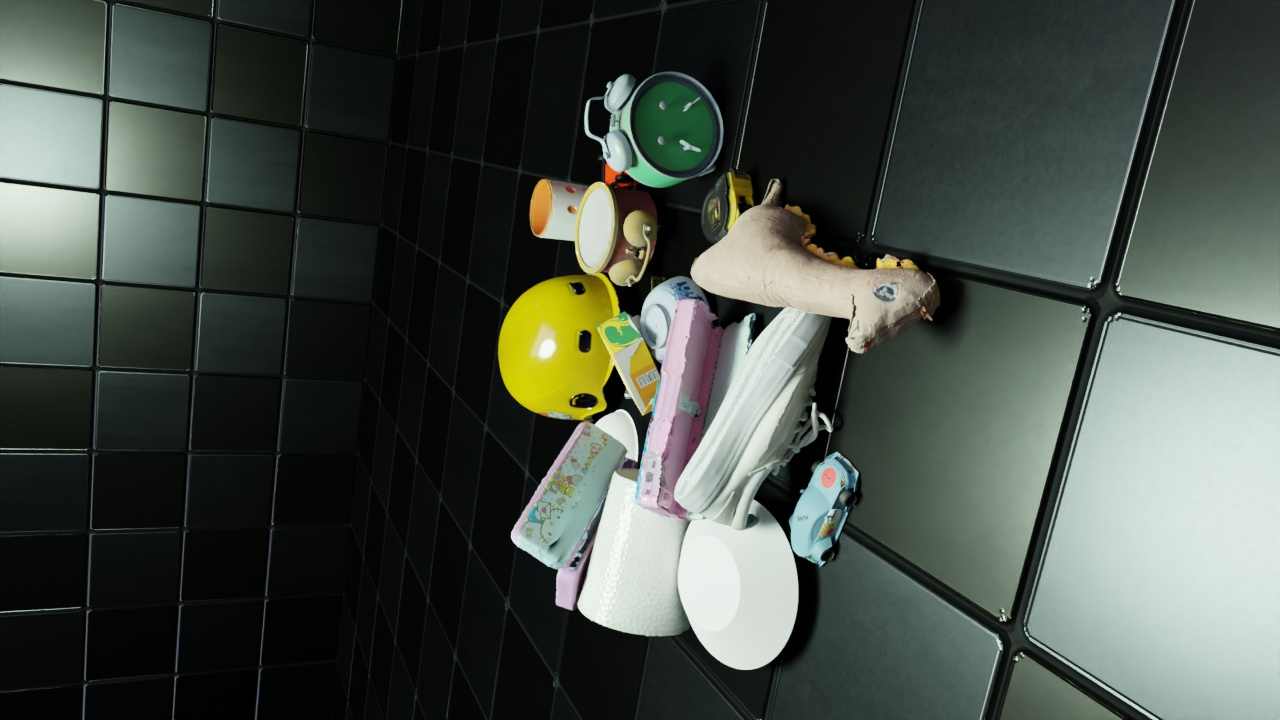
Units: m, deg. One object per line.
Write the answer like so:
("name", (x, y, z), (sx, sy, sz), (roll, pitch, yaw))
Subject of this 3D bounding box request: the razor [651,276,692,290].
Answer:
("razor", (0.048, -0.090, 1.119), (0.106, 0.026, 0.042), (-12, 74, 58))

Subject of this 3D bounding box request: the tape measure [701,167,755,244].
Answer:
("tape measure", (0.096, -0.163, 1.011), (0.072, 0.042, 0.072), (-39, 55, 51))

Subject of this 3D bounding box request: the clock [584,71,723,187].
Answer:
("clock", (0.014, -0.266, 1.050), (0.075, 0.161, 0.122), (-3, 84, 64))

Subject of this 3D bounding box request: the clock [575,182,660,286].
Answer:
("clock", (-0.018, -0.160, 1.190), (0.158, 0.081, 0.117), (55, 134, 49))

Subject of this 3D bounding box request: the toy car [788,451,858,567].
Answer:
("toy car", (0.165, 0.139, 0.855), (0.060, 0.027, 0.108), (51, 131, 53))

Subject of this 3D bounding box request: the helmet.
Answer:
("helmet", (-0.125, -0.022, 1.290), (0.241, 0.139, 0.209), (125, 141, -60))

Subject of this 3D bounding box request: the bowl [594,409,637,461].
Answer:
("bowl", (-0.046, 0.122, 1.256), (0.110, 0.040, 0.110), (-13, 76, 62))

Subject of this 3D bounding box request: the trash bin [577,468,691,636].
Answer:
("trash bin", (0.007, 0.215, 1.056), (0.133, 0.133, 0.161), (16, 96, 62))

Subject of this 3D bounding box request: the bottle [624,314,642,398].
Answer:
("bottle", (-0.009, -0.005, 1.201), (0.036, 0.036, 0.110), (10, 96, 63))

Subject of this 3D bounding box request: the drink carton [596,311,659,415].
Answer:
("drink carton", (-0.007, 0.007, 1.128), (0.058, 0.041, 0.122), (58, 175, 47))

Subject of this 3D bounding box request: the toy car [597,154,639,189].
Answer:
("toy car", (-0.023, -0.259, 1.243), (0.100, 0.048, 0.051), (-7, 81, 63))

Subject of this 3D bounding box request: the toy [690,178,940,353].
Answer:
("toy", (0.164, -0.096, 0.833), (0.265, 0.065, 0.195), (14, 58, 47))

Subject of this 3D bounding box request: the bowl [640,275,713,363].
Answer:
("bowl", (0.033, -0.041, 1.087), (0.114, 0.045, 0.114), (16, 110, 52))

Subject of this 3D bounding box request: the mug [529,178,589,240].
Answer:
("mug", (-0.096, -0.213, 1.321), (0.082, 0.105, 0.082), (-13, 75, 62))

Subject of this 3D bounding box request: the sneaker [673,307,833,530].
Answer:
("sneaker", (0.130, 0.052, 0.881), (0.242, 0.090, 0.089), (-60, 10, 2))

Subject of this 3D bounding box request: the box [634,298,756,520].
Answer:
("box", (0.069, 0.053, 0.970), (0.091, 0.084, 0.230), (3, 72, 30))

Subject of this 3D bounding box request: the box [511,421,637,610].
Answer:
("box", (-0.067, 0.183, 1.117), (0.062, 0.140, 0.213), (-15, 29, 33))

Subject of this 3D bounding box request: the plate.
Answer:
("plate", (0.081, 0.222, 0.922), (0.174, 0.036, 0.174), (-8, 80, 52))
